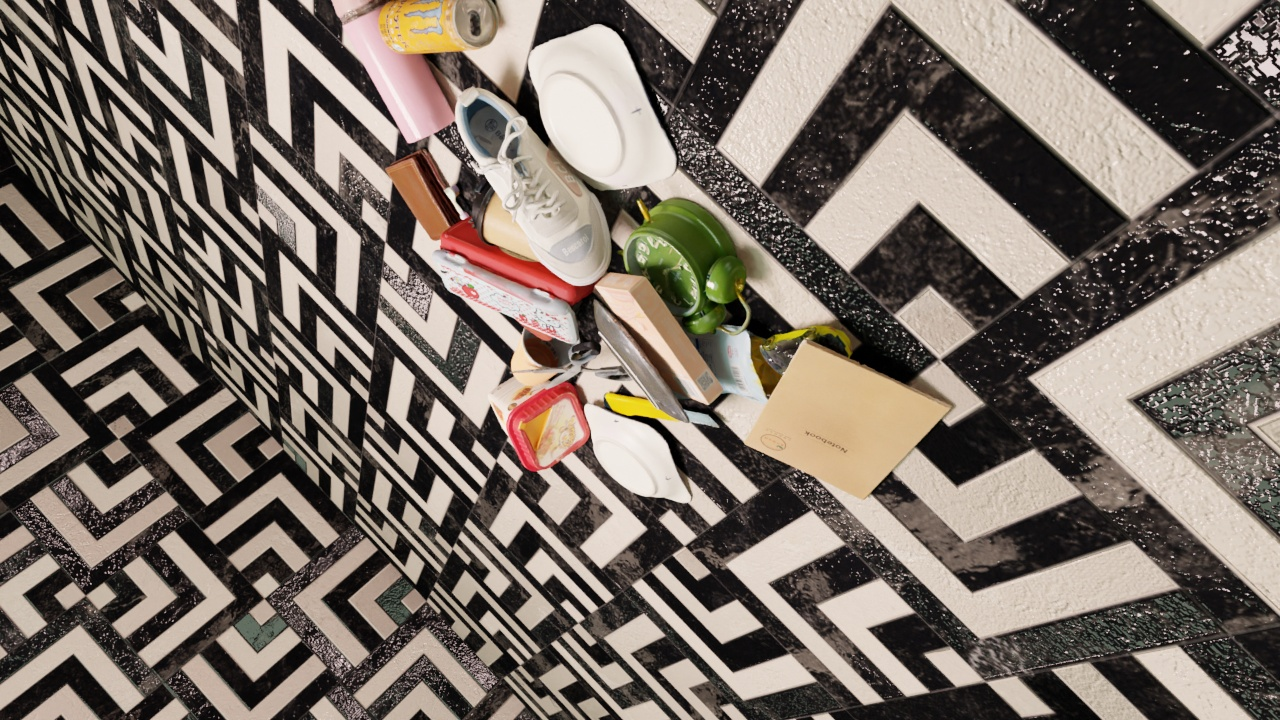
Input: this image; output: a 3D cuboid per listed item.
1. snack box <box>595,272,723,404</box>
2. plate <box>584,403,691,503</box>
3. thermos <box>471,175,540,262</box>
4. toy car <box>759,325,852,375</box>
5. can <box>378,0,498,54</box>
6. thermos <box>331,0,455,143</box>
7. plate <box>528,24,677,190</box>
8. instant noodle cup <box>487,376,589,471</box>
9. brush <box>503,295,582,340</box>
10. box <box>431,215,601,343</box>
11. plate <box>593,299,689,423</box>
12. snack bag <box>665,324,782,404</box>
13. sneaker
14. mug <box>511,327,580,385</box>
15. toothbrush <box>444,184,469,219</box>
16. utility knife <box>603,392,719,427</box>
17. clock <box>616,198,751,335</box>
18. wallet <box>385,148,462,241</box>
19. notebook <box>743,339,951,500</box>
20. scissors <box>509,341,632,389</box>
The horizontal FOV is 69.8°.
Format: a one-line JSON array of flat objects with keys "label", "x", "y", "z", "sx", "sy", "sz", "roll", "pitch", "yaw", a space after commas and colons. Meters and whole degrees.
[{"label": "snack box", "x": 0.020, "y": -0.024, "z": 0.968, "sx": 0.157, "sy": 0.026, "sz": 0.084, "roll": 54, "pitch": 164, "yaw": -24}, {"label": "plate", "x": -0.014, "y": 0.140, "z": 1.284, "sx": 0.164, "sy": 0.034, "sz": 0.164, "roll": 17, "pitch": 143, "yaw": 41}, {"label": "thermos", "x": -0.116, "y": -0.153, "z": 1.046, "sx": 0.143, "sy": 0.092, "sz": 0.093, "roll": 29, "pitch": 145, "yaw": 17}, {"label": "toy car", "x": 0.162, "y": -0.011, "z": 0.898, "sx": 0.048, "sy": 0.032, "sz": 0.105, "roll": 48, "pitch": 151, "yaw": -17}, {"label": "can", "x": -0.214, "y": -0.354, "z": 0.963, "sx": 0.146, "sy": 0.058, "sz": 0.058, "roll": 15, "pitch": 136, "yaw": 43}, {"label": "thermos", "x": -0.291, "y": -0.356, "z": 1.060, "sx": 0.199, "sy": 0.067, "sz": 0.087, "roll": 62, "pitch": 176, "yaw": -23}, {"label": "plate", "x": -0.050, "y": -0.239, "z": 0.909, "sx": 0.164, "sy": 0.034, "sz": 0.164, "roll": 4, "pitch": 128, "yaw": 51}, {"label": "instant noodle cup", "x": -0.154, "y": 0.080, "z": 1.341, "sx": 0.124, "sy": 0.116, "sz": 0.116, "roll": 30, "pitch": 147, "yaw": 49}, {"label": "brush", "x": -0.147, "y": -0.088, "z": 1.169, "sx": 0.146, "sy": 0.069, "sz": 0.063, "roll": 42, "pitch": 148, "yaw": 11}, {"label": "box", "x": -0.152, "y": -0.092, "z": 1.112, "sx": 0.201, "sy": 0.095, "sz": 0.101, "roll": 23, "pitch": 131, "yaw": 20}, {"label": "plate", "x": -0.006, "y": 0.006, "z": 1.047, "sx": 0.179, "sy": 0.024, "sz": 0.179, "roll": 53, "pitch": 176, "yaw": 5}, {"label": "snack bag", "x": 0.075, "y": 0.004, "z": 1.025, "sx": 0.191, "sy": 0.038, "sz": 0.110, "roll": 6, "pitch": 137, "yaw": 52}, {"label": "sneaker", "x": -0.112, "y": -0.188, "z": 0.963, "sx": 0.242, "sy": 0.089, "sz": 0.091, "roll": 54, "pitch": -179, "yaw": 7}, {"label": "mug", "x": -0.135, "y": -0.009, "z": 1.246, "sx": 0.078, "sy": 0.078, "sz": 0.123, "roll": 49, "pitch": 155, "yaw": -1}, {"label": "toothbrush", "x": -0.198, "y": -0.150, "z": 1.216, "sx": 0.189, "sy": 0.020, "sz": 0.029, "roll": 56, "pitch": 179, "yaw": -15}, {"label": "utility knife", "x": 0.022, "y": 0.064, "z": 1.179, "sx": 0.224, "sy": 0.015, "sz": 0.033, "roll": 8, "pitch": 136, "yaw": 50}, {"label": "clock", "x": 0.050, "y": -0.089, "z": 0.931, "sx": 0.161, "sy": 0.056, "sz": 0.116, "roll": 42, "pitch": 150, "yaw": 10}, {"label": "wallet", "x": -0.289, "y": -0.220, "z": 1.242, "sx": 0.101, "sy": 0.032, "sz": 0.124, "roll": 2, "pitch": 126, "yaw": 55}, {"label": "notebook", "x": 0.198, "y": 0.066, "z": 0.924, "sx": 0.148, "sy": 0.008, "sz": 0.208, "roll": 25, "pitch": 146, "yaw": 4}, {"label": "scissors", "x": -0.079, "y": 0.012, "z": 1.163, "sx": 0.159, "sy": 0.014, "sz": 0.182, "roll": 11, "pitch": 158, "yaw": -14}]
